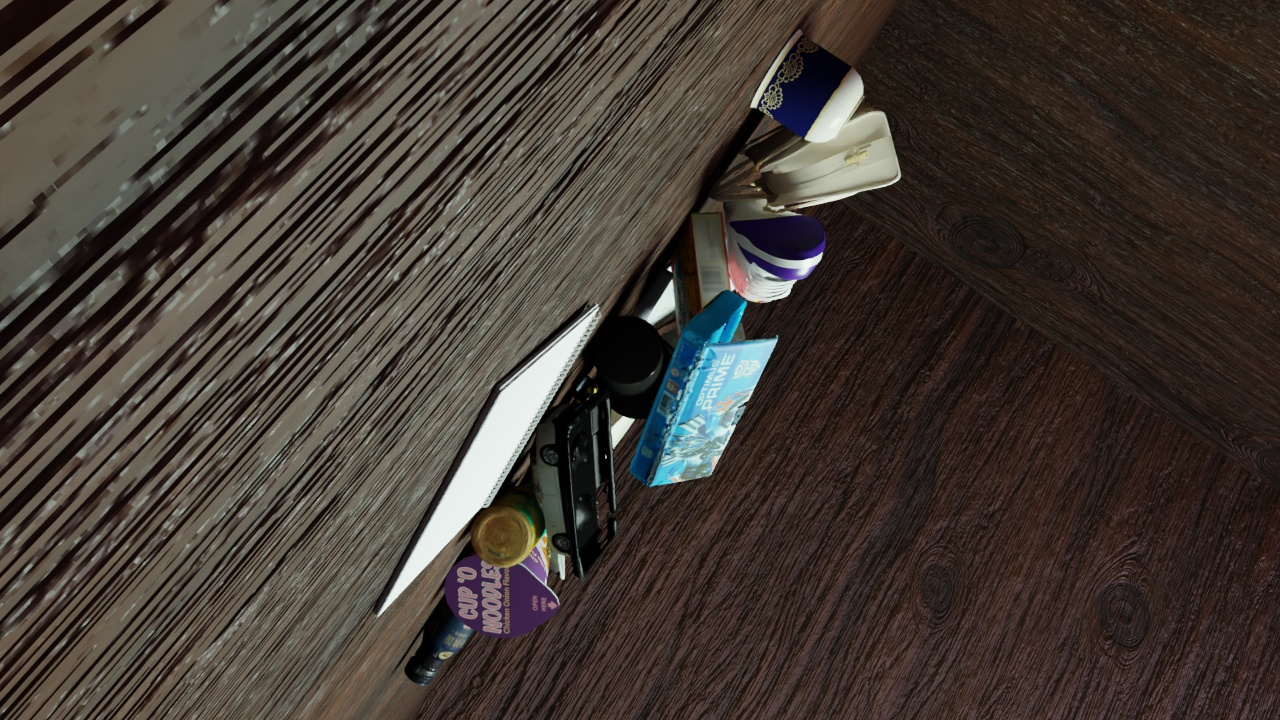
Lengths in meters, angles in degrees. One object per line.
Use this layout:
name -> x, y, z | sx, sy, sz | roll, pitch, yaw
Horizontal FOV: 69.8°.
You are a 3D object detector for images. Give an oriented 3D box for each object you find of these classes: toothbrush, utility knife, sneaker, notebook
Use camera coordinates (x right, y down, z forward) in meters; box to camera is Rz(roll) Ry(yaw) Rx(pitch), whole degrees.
toothbrush -> -0.012, -0.037, 1.167 | 0.188, 0.019, 0.018 | -57, 170, 26
utility knife -> -0.068, 0.037, 1.103 | 0.028, 0.020, 0.188 | -57, 176, -6
sneaker -> 0.140, -0.110, 1.025 | 0.244, 0.092, 0.111 | -103, -170, -70
notebook -> -0.119, 0.076, 0.727 | 0.246, 0.013, 0.177 | -57, 176, 29

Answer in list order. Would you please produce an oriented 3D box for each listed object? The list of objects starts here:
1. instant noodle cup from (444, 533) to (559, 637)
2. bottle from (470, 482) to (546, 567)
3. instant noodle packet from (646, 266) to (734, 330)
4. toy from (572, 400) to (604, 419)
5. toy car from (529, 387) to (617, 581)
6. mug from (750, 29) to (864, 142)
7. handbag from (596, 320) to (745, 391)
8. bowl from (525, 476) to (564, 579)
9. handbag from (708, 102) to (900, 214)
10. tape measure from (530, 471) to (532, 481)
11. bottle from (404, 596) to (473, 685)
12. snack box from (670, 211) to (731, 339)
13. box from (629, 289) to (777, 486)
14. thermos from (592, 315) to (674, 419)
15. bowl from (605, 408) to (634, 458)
instant noodle cup -> -0.153, 0.250, 1.120 | 0.121, 0.137, 0.122 | -71, 166, -63
bottle -> -0.135, 0.177, 1.047 | 0.068, 0.068, 0.209 | -56, 177, 5
instant noodle packet -> 0.067, -0.096, 1.301 | 0.268, 0.057, 0.147 | -32, 155, -53
toy -> -0.072, 0.082, 1.076 | 0.092, 0.062, 0.133 | -46, 172, -13
toy car -> -0.075, 0.125, 0.969 | 0.093, 0.071, 0.192 | -44, 137, -52
mug -> 0.174, -0.270, 0.923 | 0.086, 0.089, 0.111 | -57, 177, 28
handbag -> 0.028, 0.021, 1.305 | 0.199, 0.102, 0.198 | -26, 176, -28
bowl -> -0.146, 0.216, 1.256 | 0.174, 0.068, 0.174 | 167, -85, -88
handbag -> 0.172, -0.222, 1.043 | 0.198, 0.101, 0.194 | -19, -161, 8
tape measure -> -0.103, 0.137, 1.039 | 0.020, 0.060, 0.062 | -23, -150, 6
bottle -> -0.252, 0.353, 1.209 | 0.161, 0.056, 0.056 | -56, 177, 3
snack box -> 0.071, -0.082, 1.089 | 0.145, 0.040, 0.142 | 116, -31, -72
box -> 0.067, 0.048, 0.992 | 0.091, 0.085, 0.244 | -44, 161, -42
thermos -> -0.006, 0.006, 1.027 | 0.105, 0.106, 0.218 | -56, 172, -5
bowl -> -0.076, 0.108, 1.219 | 0.176, 0.058, 0.177 | -50, 171, -11
